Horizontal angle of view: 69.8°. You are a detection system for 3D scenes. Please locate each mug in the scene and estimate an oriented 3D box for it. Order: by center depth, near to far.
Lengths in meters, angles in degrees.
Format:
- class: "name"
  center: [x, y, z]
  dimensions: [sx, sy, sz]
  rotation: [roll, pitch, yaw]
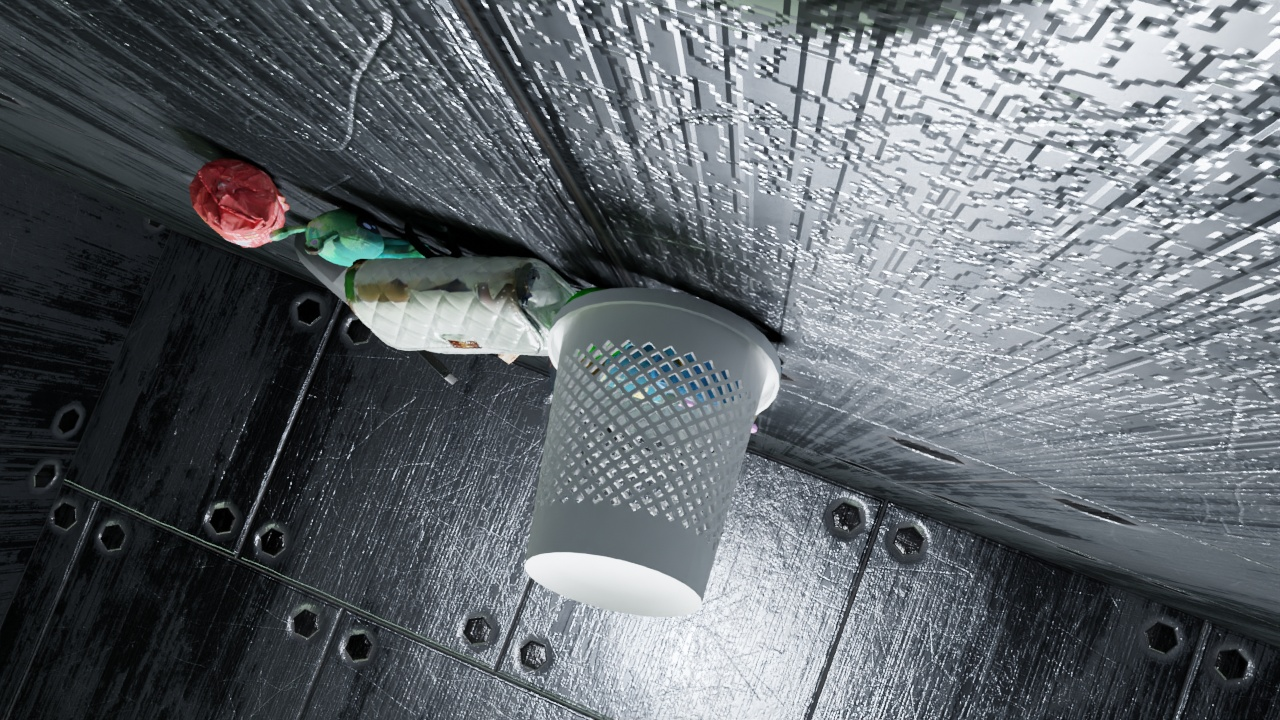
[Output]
- class: "mug"
  center: [-0.007, 0.000, 1.024]
  dimensions: [0.104, 0.084, 0.112]
  rotation: [20, 148, -35]

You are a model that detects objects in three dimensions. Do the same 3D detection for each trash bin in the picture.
- class: "trash bin"
  center: [0.000, 0.081, 0.719]
  dimensions: [0.195, 0.199, 0.196]
  rotation: [10, 150, 6]

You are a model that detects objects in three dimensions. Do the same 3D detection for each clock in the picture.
- class: "clock"
  center: [0.070, 0.014, 0.887]
  dimensions: [0.117, 0.060, 0.161]
  rotation: [20, 172, 0]

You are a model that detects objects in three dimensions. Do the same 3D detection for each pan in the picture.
- class: "pan"
  center: [-0.353, -0.067, 1.226]
  dimensions: [0.357, 0.041, 0.178]
  rotation: [39, 173, 33]

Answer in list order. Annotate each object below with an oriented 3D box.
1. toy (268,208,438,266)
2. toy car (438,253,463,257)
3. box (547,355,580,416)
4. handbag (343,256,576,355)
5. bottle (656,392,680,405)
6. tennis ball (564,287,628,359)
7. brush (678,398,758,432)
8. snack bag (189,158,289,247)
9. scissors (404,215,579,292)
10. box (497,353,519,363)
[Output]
- class: "toy"
  center: [-0.283, -0.114, 0.968]
  dimensions: [0.131, 0.072, 0.193]
  rotation: [17, -177, 38]
- class: "toy car"
  center: [-0.169, -0.084, 0.959]
  dimensions: [0.092, 0.037, 0.040]
  rotation: [22, 175, -7]
- class: "box"
  center: [-0.096, 0.011, 1.129]
  dimensions: [0.037, 0.066, 0.209]
  rotation: [19, -159, -15]
- class: "handbag"
  center: [-0.161, -0.047, 0.852]
  dimensions: [0.195, 0.072, 0.139]
  rotation: [1, 159, 26]
- class: "bottle"
  center: [-0.007, 0.007, 1.125]
  dimensions: [0.131, 0.061, 0.061]
  rotation: [23, 177, -25]
- class: "tennis ball"
  center: [-0.039, -0.032, 0.811]
  dimensions: [0.065, 0.065, 0.065]
  rotation: [21, 175, 2]
- class: "brush"
  center: [0.071, 0.050, 1.377]
  dimensions: [0.229, 0.043, 0.089]
  rotation: [20, 175, 10]
- class: "snack bag"
  center: [-0.403, -0.158, 0.933]
  dimensions: [0.082, 0.082, 0.176]
  rotation: [22, 175, -18]
- class: "scissors"
  center: [-0.137, -0.083, 0.871]
  dimensions: [0.202, 0.015, 0.202]
  rotation: [7, 163, 12]
- class: "box"
  center: [-0.142, -0.034, 1.178]
  dimensions: [0.048, 0.085, 0.187]
  rotation: [47, 165, -7]
